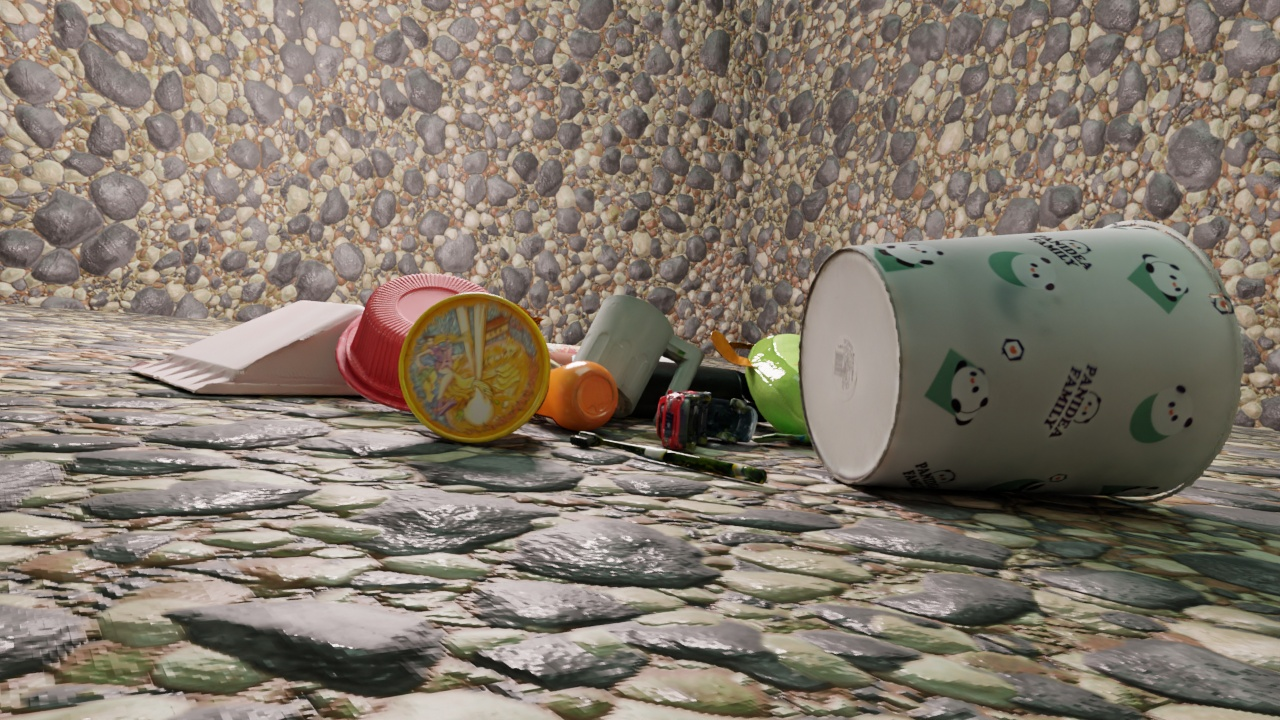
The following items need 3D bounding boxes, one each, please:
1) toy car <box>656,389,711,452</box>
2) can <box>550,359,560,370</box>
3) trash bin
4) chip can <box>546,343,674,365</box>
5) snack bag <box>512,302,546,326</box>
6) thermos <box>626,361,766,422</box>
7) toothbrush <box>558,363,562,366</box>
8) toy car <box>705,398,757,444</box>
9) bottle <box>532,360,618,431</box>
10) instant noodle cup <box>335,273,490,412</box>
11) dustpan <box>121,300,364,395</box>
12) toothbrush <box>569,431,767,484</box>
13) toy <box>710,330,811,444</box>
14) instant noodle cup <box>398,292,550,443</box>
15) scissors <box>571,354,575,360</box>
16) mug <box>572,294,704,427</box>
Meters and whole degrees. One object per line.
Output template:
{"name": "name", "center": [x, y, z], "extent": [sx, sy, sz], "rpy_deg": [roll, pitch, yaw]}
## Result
{"name": "toy car", "center": [0.037, 0.053, 0.830], "extent": [0.045, 0.053, 0.120], "rpy_deg": [4, -1, 10]}
{"name": "can", "center": [-0.117, 0.024, 1.059], "extent": [0.058, 0.058, 0.116], "rpy_deg": [5, 2, -11]}
{"name": "trash bin", "center": [0.276, 0.002, 0.725], "extent": [0.251, 0.229, 0.230], "rpy_deg": [-1, 4, -13]}
{"name": "chip can", "center": [-0.056, 0.017, 1.257], "extent": [0.214, 0.071, 0.071], "rpy_deg": [5, 3, -4]}
{"name": "snack bag", "center": [-0.188, -0.015, 1.131], "extent": [0.128, 0.073, 0.208], "rpy_deg": [-24, 1, -22]}
{"name": "thermos", "center": [0.045, 0.036, 1.051], "extent": [0.242, 0.068, 0.090], "rpy_deg": [5, 6, -22]}
{"name": "toothbrush", "center": [-0.017, 0.032, 1.167], "extent": [0.189, 0.017, 0.014], "rpy_deg": [19, 8, -3]}
{"name": "toy car", "center": [0.072, 0.058, 0.906], "extent": [0.091, 0.043, 0.034], "rpy_deg": [7, -12, 32]}
{"name": "bottle", "center": [-0.082, 0.035, 0.903], "extent": [0.066, 0.066, 0.150], "rpy_deg": [4, -5, -33]}
{"name": "instant noodle cup", "center": [-0.209, -0.029, 0.934], "extent": [0.194, 0.066, 0.193], "rpy_deg": [9, 36, -7]}
{"name": "dustpan", "center": [-0.384, 0.026, 1.021], "extent": [0.272, 0.139, 0.223], "rpy_deg": [-31, 26, -34]}
{"name": "toothbrush", "center": [0.016, 0.075, 0.715], "extent": [0.186, 0.012, 0.017], "rpy_deg": [8, 9, 39]}
{"name": "toy", "center": [0.172, 0.027, 0.998], "extent": [0.227, 0.090, 0.246], "rpy_deg": [24, 17, -6]}
{"name": "instant noodle cup", "center": [-0.129, 0.011, 0.770], "extent": [0.118, 0.118, 0.114], "rpy_deg": [6, -5, 2]}
{"name": "scissors", "center": [-0.081, 0.027, 1.162], "extent": [0.133, 0.017, 0.133], "rpy_deg": [29, 26, 9]}
{"name": "mug", "center": [-0.006, 0.006, 0.957], "extent": [0.124, 0.103, 0.084], "rpy_deg": [28, -29, -2]}
